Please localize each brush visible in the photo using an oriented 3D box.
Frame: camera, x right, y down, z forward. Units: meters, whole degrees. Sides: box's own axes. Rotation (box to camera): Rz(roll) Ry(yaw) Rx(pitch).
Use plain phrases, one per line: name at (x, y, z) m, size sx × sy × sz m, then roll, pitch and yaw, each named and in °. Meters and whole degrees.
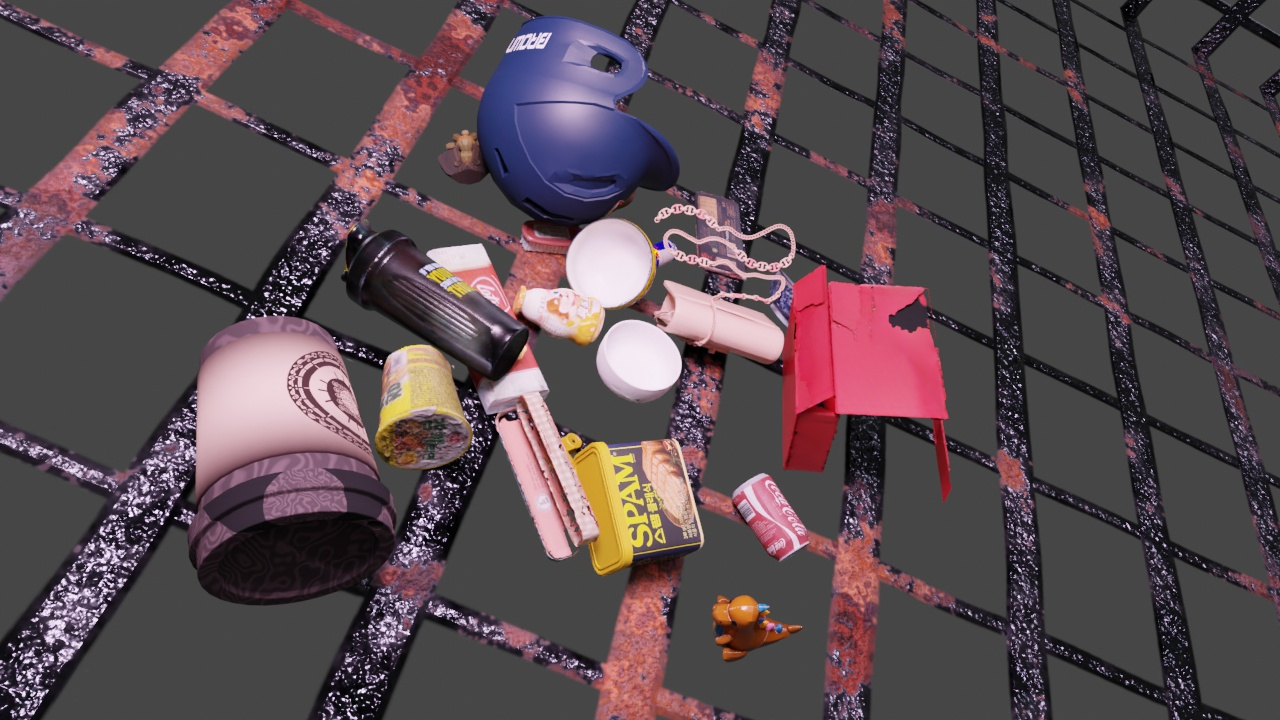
brush at (-0.080, -0.160, 1.236) m, size 0.172 × 0.030 × 0.041 m, roll 2°, pitch 55°, yaw -24°

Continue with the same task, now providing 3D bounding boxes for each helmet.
helmet at (-0.079, -0.277, 1.178) m, size 0.272 × 0.233 × 0.223 m, roll 21°, pitch 83°, yaw -25°

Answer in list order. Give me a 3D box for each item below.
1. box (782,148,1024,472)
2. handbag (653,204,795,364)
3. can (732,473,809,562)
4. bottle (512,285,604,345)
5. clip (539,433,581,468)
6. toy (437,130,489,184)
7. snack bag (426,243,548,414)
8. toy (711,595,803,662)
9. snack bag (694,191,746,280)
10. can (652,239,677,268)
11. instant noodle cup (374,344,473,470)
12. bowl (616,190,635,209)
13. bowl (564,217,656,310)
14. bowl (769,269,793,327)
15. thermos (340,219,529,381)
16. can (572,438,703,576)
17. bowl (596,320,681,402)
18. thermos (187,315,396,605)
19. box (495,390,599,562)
box at (0.266, -0.049, 1.079) m, size 0.107 × 0.411 × 0.211 m, roll 19°, pitch 49°, yaw -15°
handbag at (0.108, -0.103, 1.181) m, size 0.198 × 0.187 × 0.116 m, roll 17°, pitch 10°, yaw -14°
can at (0.154, 0.186, 1.084) m, size 0.053 × 0.054 × 0.096 m, roll -19°, pitch 67°, yaw -36°
bottle at (-0.101, -0.059, 1.129) m, size 0.109 × 0.063 × 0.063 m, roll 16°, pitch 51°, yaw -15°
clip at (-0.089, 0.098, 1.043) m, size 0.048 × 0.045 × 0.054 m, roll -34°, pitch 73°, yaw -14°
toy at (-0.232, -0.279, 1.229) m, size 0.076 × 0.063 × 0.100 m, roll -6°, pitch 52°, yaw -8°
snack bag at (-0.185, -0.042, 1.091) m, size 0.077 × 0.041 × 0.225 m, roll -12°, pitch 64°, yaw -31°
toy at (0.125, 0.276, 0.971) m, size 0.103 × 0.090 × 0.070 m, roll -1°, pitch 54°, yaw -2°
snack bag at (0.118, -0.188, 1.365) m, size 0.074 × 0.018 × 0.155 m, roll 14°, pitch 51°, yaw -18°
can at (0.010, -0.139, 1.264) m, size 0.095 × 0.032 × 0.032 m, roll -29°, pitch 73°, yaw -39°
instant noodle cup at (-0.233, 0.045, 0.970) m, size 0.102 × 0.102 × 0.108 m, roll 3°, pitch 46°, yaw -25°
bowl at (-0.057, -0.274, 1.330) m, size 0.119 × 0.032 × 0.119 m, roll 14°, pitch 51°, yaw -18°
bowl at (-0.033, -0.121, 1.191) m, size 0.117 × 0.117 × 0.067 m, roll 48°, pitch 7°, yaw 12°
bowl at (0.217, -0.072, 1.297) m, size 0.114 × 0.045 × 0.114 m, roll 45°, pitch 13°, yaw -14°
thermos at (-0.233, -0.063, 1.021) m, size 0.221 × 0.098 × 0.097 m, roll 32°, pitch 48°, yaw 9°
can at (-0.003, 0.156, 1.002) m, size 0.104 × 0.075 × 0.135 m, roll -3°, pitch 68°, yaw -31°
bowl at (-0.007, 0.007, 1.135) m, size 0.104 × 0.054 × 0.104 m, roll 15°, pitch 50°, yaw -19°
thermos at (-0.328, 0.085, 0.846) m, size 0.172 × 0.173 × 0.226 m, roll -3°, pitch 52°, yaw -29°
box at (-0.103, 0.121, 0.992) m, size 0.187 × 0.079 × 0.054 m, roll 63°, pitch 14°, yaw 24°
